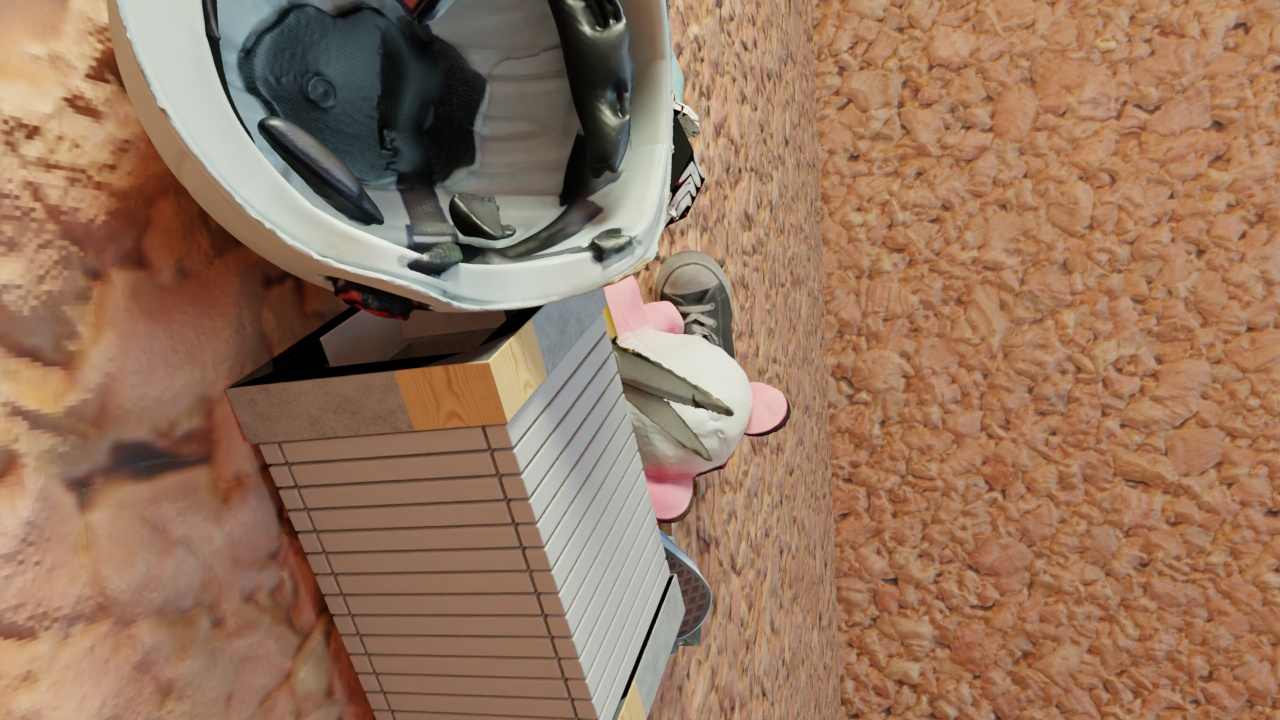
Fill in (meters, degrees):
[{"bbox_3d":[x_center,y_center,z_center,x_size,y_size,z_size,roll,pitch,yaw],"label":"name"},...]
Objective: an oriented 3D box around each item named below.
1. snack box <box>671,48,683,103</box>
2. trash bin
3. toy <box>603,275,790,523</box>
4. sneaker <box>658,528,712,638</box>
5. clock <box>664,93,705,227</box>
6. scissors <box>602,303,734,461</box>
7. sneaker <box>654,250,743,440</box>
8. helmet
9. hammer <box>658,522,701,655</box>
[{"bbox_3d":[0.001,-0.321,0.983,0.174,0.053,0.074,50,42,-64],"label":"snack box"},{"bbox_3d":[-0.084,0.089,0.517,0.142,0.143,0.247,-57,137,-60],"label":"trash bin"},{"bbox_3d":[-0.004,0.004,0.674,0.141,0.213,0.084,-36,168,-31],"label":"toy"},{"bbox_3d":[-0.053,0.113,0.680,0.241,0.083,0.098,44,-8,-17],"label":"sneaker"},{"bbox_3d":[-0.001,-0.198,0.866,0.065,0.115,0.154,54,36,-59],"label":"clock"},{"bbox_3d":[-0.025,-0.017,0.584,0.016,0.226,0.162,6,98,-50],"label":"scissors"},{"bbox_3d":[0.072,-0.007,1.064,0.119,0.095,0.235,-104,-171,-60],"label":"sneaker"},{"bbox_3d":[-0.115,-0.134,0.425,0.263,0.164,0.236,-3,89,-43],"label":"helmet"},{"bbox_3d":[0.028,0.166,1.042,0.156,0.043,0.322,30,57,-69],"label":"hammer"}]
